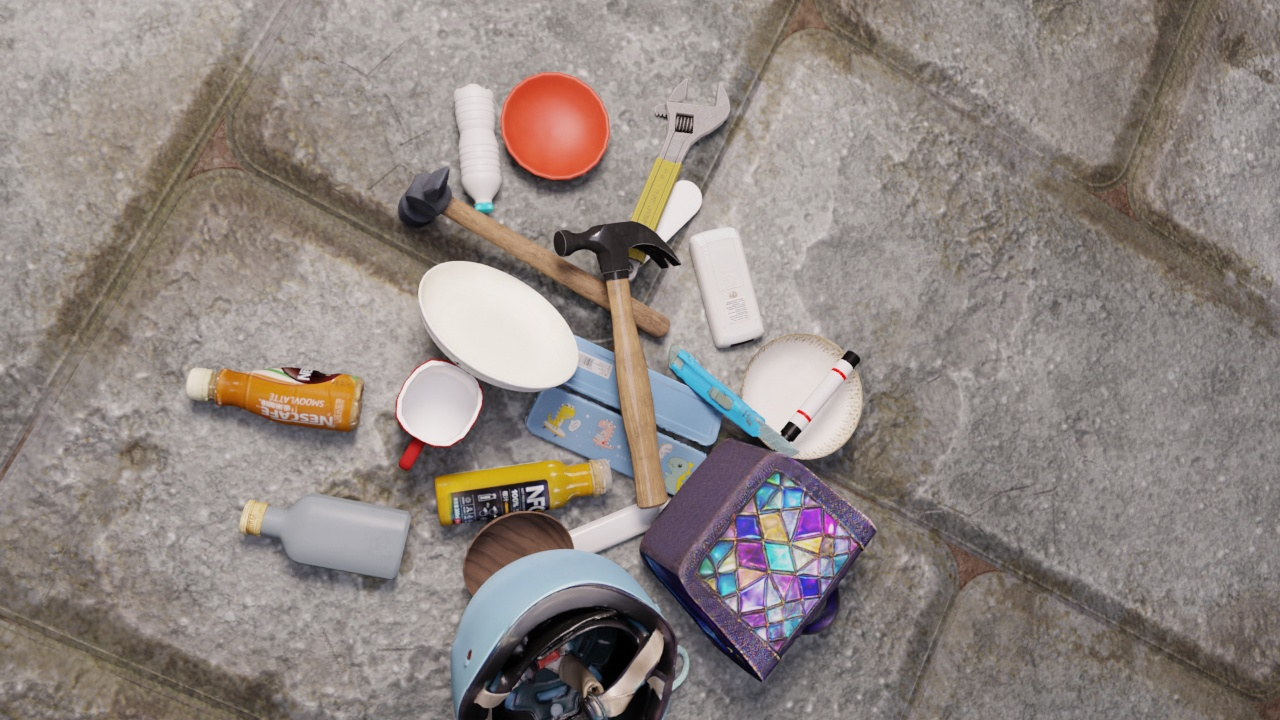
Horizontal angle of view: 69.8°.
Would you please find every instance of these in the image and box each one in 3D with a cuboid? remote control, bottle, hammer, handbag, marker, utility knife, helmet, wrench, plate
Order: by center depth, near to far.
[{"bbox_3d":[-0.080,0.304,0.918,0.225,0.167,0.266,-6,113,-18],"label":"helmet"},{"bbox_3d":[-0.369,0.034,0.933,0.167,0.059,0.059,8,84,-12],"label":"bottle"},{"bbox_3d":[-0.323,0.175,0.939,0.161,0.046,0.072,14,83,-12],"label":"bottle"},{"bbox_3d":[-0.151,-0.029,0.955,0.182,0.181,0.034,33,121,-9],"label":"plate"},{"bbox_3d":[-0.006,0.006,0.984,0.132,0.040,0.305,-12,95,-31],"label":"hammer"},{"bbox_3d":[-0.124,0.138,0.985,0.186,0.053,0.053,-7,87,-14],"label":"bottle"},{"bbox_3d":[-0.103,-0.107,0.992,0.321,0.129,0.040,29,73,-20],"label":"hammer"},{"bbox_3d":[0.135,0.218,0.999,0.222,0.126,0.204,45,77,-18],"label":"handbag"},{"bbox_3d":[-0.177,-0.230,1.006,0.044,0.044,0.136,-5,87,-14],"label":"bottle"},{"bbox_3d":[0.098,0.046,1.013,0.198,0.015,0.031,38,113,27],"label":"utility knife"},{"bbox_3d":[0.193,0.047,1.017,0.019,0.019,0.145,44,77,-7],"label":"marker"},{"bbox_3d":[-0.025,0.187,1.025,0.130,0.012,0.033,-20,90,-14],"label":"remote control"},{"bbox_3d":[0.030,-0.209,1.054,0.083,0.018,0.273,20,76,1],"label":"wrench"},{"bbox_3d":[0.018,-0.156,1.062,0.136,0.013,0.043,-45,96,-12],"label":"remote control"},{"bbox_3d":[0.101,-0.086,1.069,0.060,0.025,0.138,-15,91,-14],"label":"remote control"}]

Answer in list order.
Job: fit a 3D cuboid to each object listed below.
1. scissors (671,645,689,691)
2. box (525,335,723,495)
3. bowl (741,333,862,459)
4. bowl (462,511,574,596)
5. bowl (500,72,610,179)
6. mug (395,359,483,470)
[{"bbox_3d":[-0.007,0.388,1.015,0.065,0.033,0.174,34,76,-13],"label":"scissors"},{"bbox_3d":[-0.014,0.064,1.025,0.209,0.039,0.126,24,82,-10],"label":"box"},{"bbox_3d":[0.176,0.043,1.057,0.145,0.063,0.145,1,84,-13],"label":"bowl"},{"bbox_3d":[-0.132,0.207,0.976,0.119,0.032,0.119,-7,111,-19],"label":"bowl"},{"bbox_3d":[-0.097,-0.259,1.031,0.122,0.035,0.122,1,85,-13],"label":"bowl"},{"bbox_3d":[-0.216,0.060,0.947,0.080,0.097,0.116,31,79,-9],"label":"mug"}]
